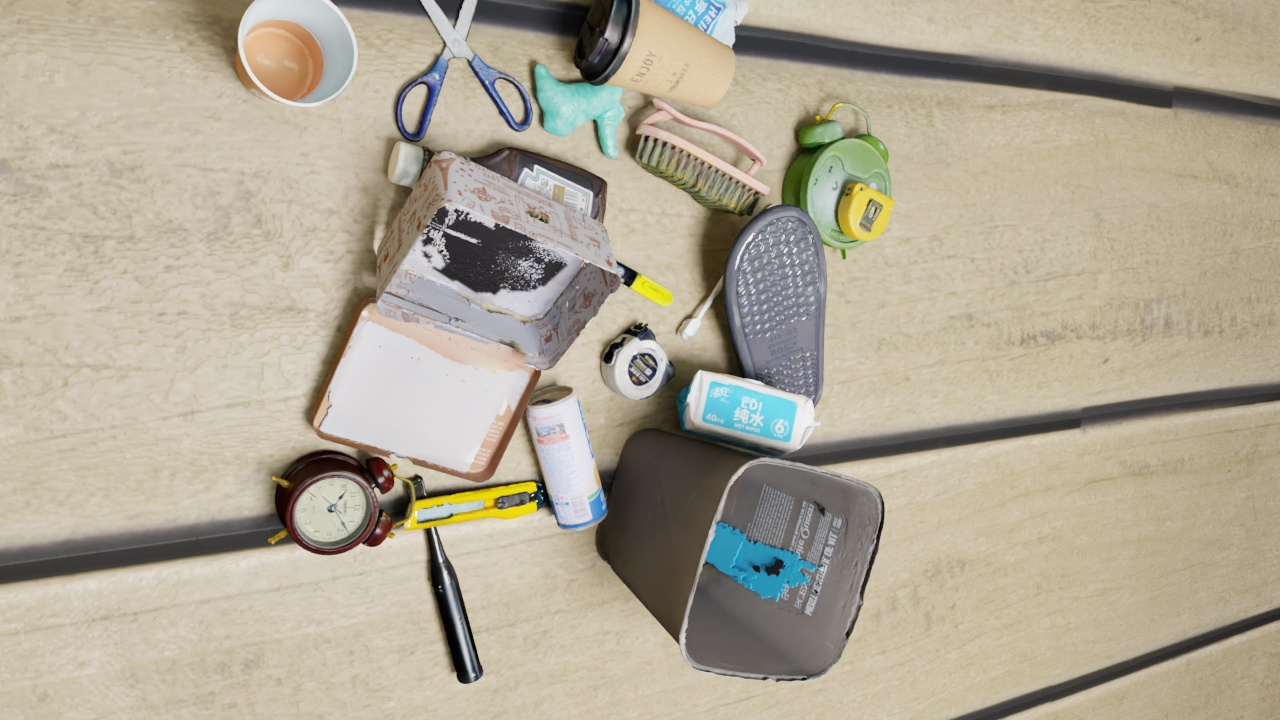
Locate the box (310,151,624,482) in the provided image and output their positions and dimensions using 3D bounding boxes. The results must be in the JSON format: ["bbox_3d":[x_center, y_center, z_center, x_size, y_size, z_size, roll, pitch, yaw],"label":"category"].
[{"bbox_3d":[-0.155,-0.027,0.802,0.177,0.106,0.272,21,112,-31],"label":"box"}]

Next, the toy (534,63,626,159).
[{"bbox_3d":[-0.051,-0.232,0.853,0.091,0.030,0.096,-18,111,-23],"label":"toy"}]

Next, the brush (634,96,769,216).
[{"bbox_3d":[0.058,-0.199,0.902,0.145,0.063,0.073,23,93,-29],"label":"brush"}]

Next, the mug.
[{"bbox_3d":[-0.262,-0.224,0.681,0.078,0.123,0.078,-6,102,-28],"label":"mug"}]

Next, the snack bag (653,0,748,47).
[{"bbox_3d":[0.021,-0.352,0.864,0.191,0.039,0.110,35,80,-32],"label":"snack bag"}]

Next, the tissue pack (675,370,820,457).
[{"bbox_3d":[0.107,0.054,0.937,0.140,0.090,0.063,15,78,-1],"label":"tissue pack"}]

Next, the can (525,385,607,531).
[{"bbox_3d":[-0.072,0.095,0.893,0.053,0.053,0.135,-22,110,-24],"label":"can"}]

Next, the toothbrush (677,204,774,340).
[{"bbox_3d":[0.093,-0.095,0.972,0.016,0.016,0.180,42,77,-31],"label":"toothbrush"}]

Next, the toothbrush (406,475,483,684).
[{"bbox_3d":[-0.187,0.209,0.869,0.027,0.026,0.213,-26,110,-42],"label":"toothbrush"}]

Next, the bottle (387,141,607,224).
[{"bbox_3d":[-0.125,-0.152,0.819,0.194,0.044,0.080,10,85,-29],"label":"bottle"}]

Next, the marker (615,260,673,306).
[{"bbox_3d":[-0.017,-0.086,0.910,0.124,0.015,0.018,28,81,-29],"label":"marker"}]

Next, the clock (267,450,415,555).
[{"bbox_3d":[-0.257,0.123,0.794,0.121,0.055,0.082,2,99,-27],"label":"clock"}]

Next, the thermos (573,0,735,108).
[{"bbox_3d":[0.012,-0.279,0.830,0.143,0.093,0.093,12,94,-31],"label":"thermos"}]

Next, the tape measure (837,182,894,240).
[{"bbox_3d":[0.237,-0.154,0.964,0.060,0.029,0.057,18,92,-30],"label":"tape measure"}]

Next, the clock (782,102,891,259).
[{"bbox_3d":[0.214,-0.197,0.992,0.116,0.056,0.161,12,94,-31],"label":"clock"}]

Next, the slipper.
[{"bbox_3d":[0.133,-0.047,0.974,0.110,0.083,0.268,-21,128,-12],"label":"slipper"}]

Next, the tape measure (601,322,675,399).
[{"bbox_3d":[-0.005,0.005,0.925,0.066,0.034,0.066,-39,114,-20],"label":"tape measure"}]

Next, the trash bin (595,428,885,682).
[{"bbox_3d":[0.083,0.174,0.901,0.198,0.220,0.199,17,91,-30],"label":"trash bin"}]

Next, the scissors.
[{"bbox_3d":[-0.159,-0.260,0.796,0.176,0.012,0.162,44,78,-28],"label":"scissors"}]

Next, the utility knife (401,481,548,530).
[{"bbox_3d":[-0.153,0.139,0.868,0.154,0.015,0.033,-5,92,-37],"label":"utility knife"}]
